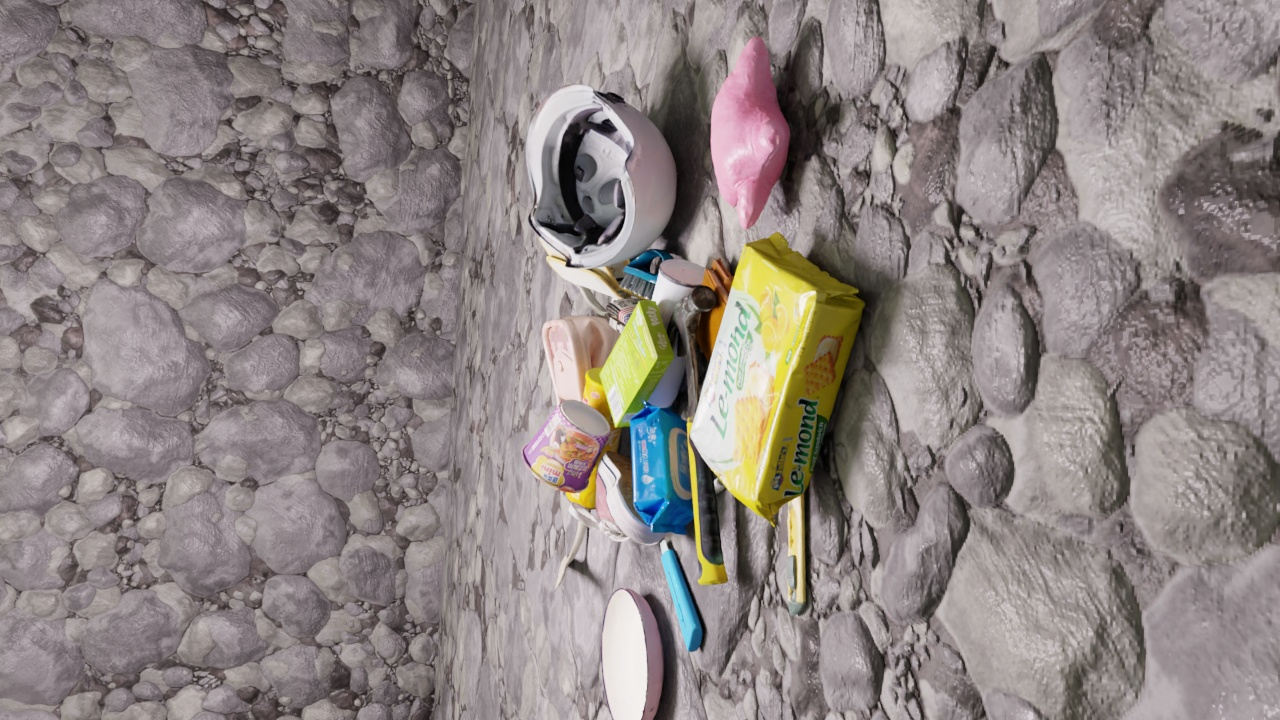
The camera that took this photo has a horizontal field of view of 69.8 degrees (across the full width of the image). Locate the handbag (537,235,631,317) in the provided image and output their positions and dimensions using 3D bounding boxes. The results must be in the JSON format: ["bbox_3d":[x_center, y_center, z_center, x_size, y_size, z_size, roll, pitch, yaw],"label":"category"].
[{"bbox_3d":[-0.076,-0.133,1.419,0.163,0.063,0.179,23,143,49],"label":"handbag"}]

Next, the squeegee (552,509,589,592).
[{"bbox_3d":[-0.104,0.245,1.540,0.246,0.039,0.246,128,150,-86],"label":"squeegee"}]

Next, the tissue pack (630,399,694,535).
[{"bbox_3d":[0.032,0.131,1.098,0.052,0.095,0.157,-13,69,27],"label":"tissue pack"}]

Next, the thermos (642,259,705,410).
[{"bbox_3d":[0.031,-0.015,1.163,0.073,0.073,0.225,-114,33,-53],"label":"thermos"}]

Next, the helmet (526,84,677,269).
[{"bbox_3d":[-0.041,-0.250,1.255,0.258,0.145,0.230,56,130,35],"label":"helmet"}]

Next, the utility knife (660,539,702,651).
[{"bbox_3d":[0.047,0.284,1.140,0.165,0.018,0.034,-111,30,-52],"label":"utility knife"}]

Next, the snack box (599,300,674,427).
[{"bbox_3d":[-0.007,0.007,1.131,0.157,0.026,0.085,119,141,-48],"label":"snack box"}]

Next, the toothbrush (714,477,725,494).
[{"bbox_3d":[0.110,0.113,0.995,0.192,0.016,0.018,128,151,-57],"label":"toothbrush"}]

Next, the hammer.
[{"bbox_3d":[0.066,0.087,1.033,0.126,0.032,0.323,136,131,-70],"label":"hammer"}]

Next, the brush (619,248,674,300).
[{"bbox_3d":[0.017,-0.114,1.236,0.073,0.055,0.144,-72,21,7],"label":"brush"}]

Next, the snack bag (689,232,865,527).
[{"bbox_3d":[0.127,0.016,0.871,0.158,0.068,0.247,-130,50,-60],"label":"snack bag"}]

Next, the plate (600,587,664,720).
[{"bbox_3d":[-0.007,0.404,1.237,0.193,0.039,0.192,-177,90,-70],"label":"plate"}]

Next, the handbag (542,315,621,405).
[{"bbox_3d":[-0.102,0.044,1.494,0.193,0.093,0.234,-173,85,-71],"label":"handbag"}]

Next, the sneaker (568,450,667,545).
[{"bbox_3d":[-0.023,0.199,1.222,0.088,0.118,0.241,-65,17,7],"label":"sneaker"}]

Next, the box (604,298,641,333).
[{"bbox_3d":[-0.004,-0.051,1.272,0.164,0.074,0.064,-139,27,-70],"label":"box"}]

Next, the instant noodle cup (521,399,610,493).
[{"bbox_3d":[-0.100,0.118,1.318,0.099,0.111,0.111,-57,30,20],"label":"instant noodle cup"}]

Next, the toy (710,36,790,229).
[{"bbox_3d":[0.110,-0.234,0.970,0.179,0.074,0.194,103,164,-54],"label":"toy"}]

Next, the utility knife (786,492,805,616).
[{"bbox_3d":[0.149,0.169,0.882,0.031,0.018,0.151,-17,66,63],"label":"utility knife"}]

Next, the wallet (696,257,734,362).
[{"bbox_3d":[0.094,-0.046,1.035,0.130,0.035,0.119,-114,32,-53],"label":"wallet"}]

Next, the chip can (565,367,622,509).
[{"bbox_3d":[-0.065,0.119,1.399,0.072,0.072,0.214,-123,40,-59],"label":"chip can"}]
